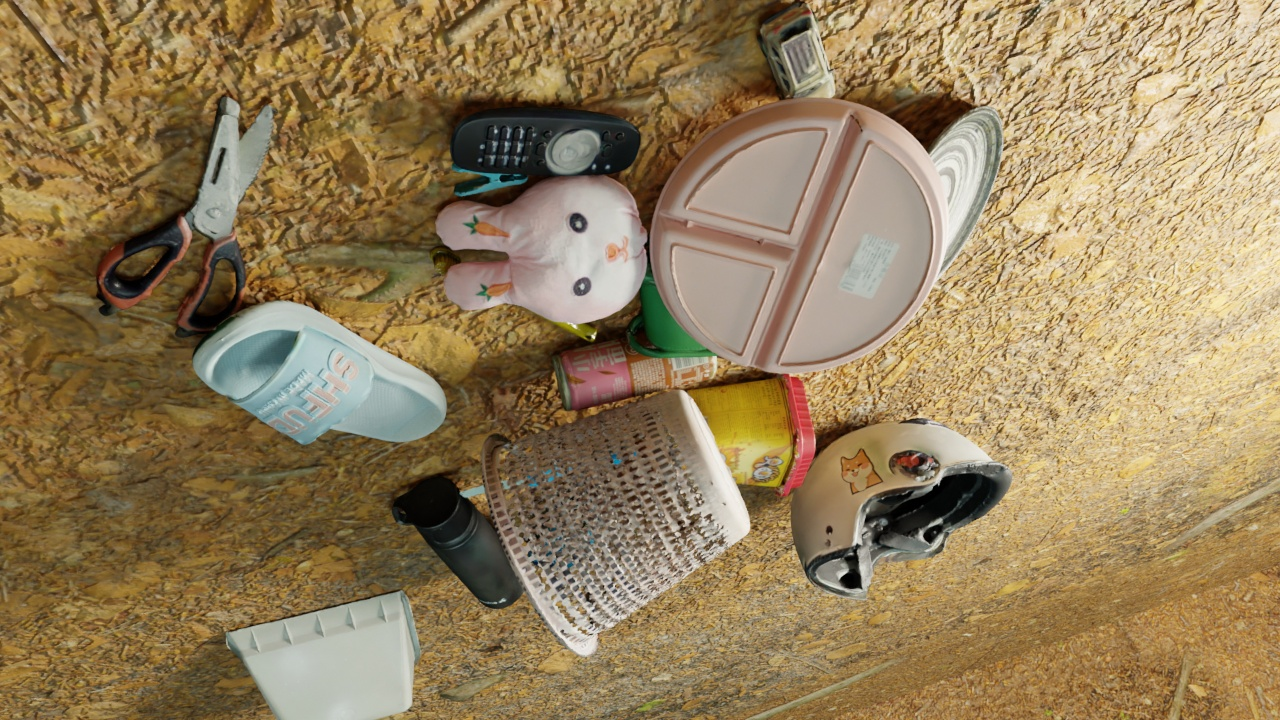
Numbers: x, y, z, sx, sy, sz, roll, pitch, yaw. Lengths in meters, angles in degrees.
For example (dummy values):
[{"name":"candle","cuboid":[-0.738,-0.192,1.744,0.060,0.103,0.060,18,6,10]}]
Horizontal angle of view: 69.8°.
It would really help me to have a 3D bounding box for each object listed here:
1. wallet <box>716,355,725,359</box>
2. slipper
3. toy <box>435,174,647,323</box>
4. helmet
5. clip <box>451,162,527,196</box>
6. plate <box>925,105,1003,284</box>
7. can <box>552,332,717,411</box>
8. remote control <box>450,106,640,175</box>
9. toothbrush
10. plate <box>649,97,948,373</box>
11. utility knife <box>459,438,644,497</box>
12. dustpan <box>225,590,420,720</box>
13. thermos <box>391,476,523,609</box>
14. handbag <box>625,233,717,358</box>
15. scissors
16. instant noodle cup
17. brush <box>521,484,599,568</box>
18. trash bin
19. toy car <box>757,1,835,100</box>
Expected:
[{"name":"wallet","cuboid":[0.123,-0.030,0.914,0.122,0.020,0.097,7,138,-30]},{"name":"slipper","cuboid":[-0.255,0.030,0.759,0.104,0.074,0.245,-32,148,18]},{"name":"toy","cuboid":[-0.073,-0.082,0.700,0.159,0.054,0.121,-8,117,-7]},{"name":"helmet","cuboid":[0.301,0.164,1.148,0.274,0.156,0.230,-33,144,1]},{"name":"clip","cuboid":[-0.108,-0.134,0.660,0.055,0.013,0.038,-11,145,-13]},{"name":"plate","cuboid":[0.248,-0.131,0.778,0.179,0.024,0.180,-32,141,-31]},{"name":"can","cuboid":[-0.005,0.005,0.863,0.147,0.057,0.058,-13,145,-9]},{"name":"remote control","cuboid":[-0.066,-0.154,0.642,0.136,0.024,0.053,-4,140,-23]},{"name":"toothbrush","cuboid":[-0.101,-0.050,0.775,0.016,0.016,0.190,-36,143,23]},{"name":"plate","cuboid":[0.121,-0.083,0.700,0.229,0.028,0.230,0,122,0]},{"name":"utility knife","cuboid":[-0.091,0.120,0.993,0.216,0.018,0.034,-12,150,-25]},{"name":"dustpan","cuboid":[-0.412,0.401,1.256,0.222,0.142,0.258,-11,116,-12]},{"name":"thermos","cuboid":[-0.206,0.211,1.054,0.090,0.068,0.243,4,147,16]},{"name":"handbag","cuboid":[0.041,-0.062,0.793,0.120,0.067,0.131,-9,146,-1]},{"name":"scissors","cuboid":[-0.306,-0.091,0.621,0.204,0.015,0.203,-17,146,-3]},{"name":"instant noodle cup","cuboid":[0.111,0.079,0.986,0.123,0.115,0.116,-2,144,-6]},{"name":"brush","cuboid":[-0.087,0.205,1.086,0.055,0.073,0.144,5,139,-39]},{"name":"trash bin","cuboid":[-0.012,0.133,0.861,0.192,0.227,0.227,-26,145,5]},{"name":"toy car","cuboid":[0.113,-0.208,0.647,0.042,0.035,0.090,-25,148,11]}]
